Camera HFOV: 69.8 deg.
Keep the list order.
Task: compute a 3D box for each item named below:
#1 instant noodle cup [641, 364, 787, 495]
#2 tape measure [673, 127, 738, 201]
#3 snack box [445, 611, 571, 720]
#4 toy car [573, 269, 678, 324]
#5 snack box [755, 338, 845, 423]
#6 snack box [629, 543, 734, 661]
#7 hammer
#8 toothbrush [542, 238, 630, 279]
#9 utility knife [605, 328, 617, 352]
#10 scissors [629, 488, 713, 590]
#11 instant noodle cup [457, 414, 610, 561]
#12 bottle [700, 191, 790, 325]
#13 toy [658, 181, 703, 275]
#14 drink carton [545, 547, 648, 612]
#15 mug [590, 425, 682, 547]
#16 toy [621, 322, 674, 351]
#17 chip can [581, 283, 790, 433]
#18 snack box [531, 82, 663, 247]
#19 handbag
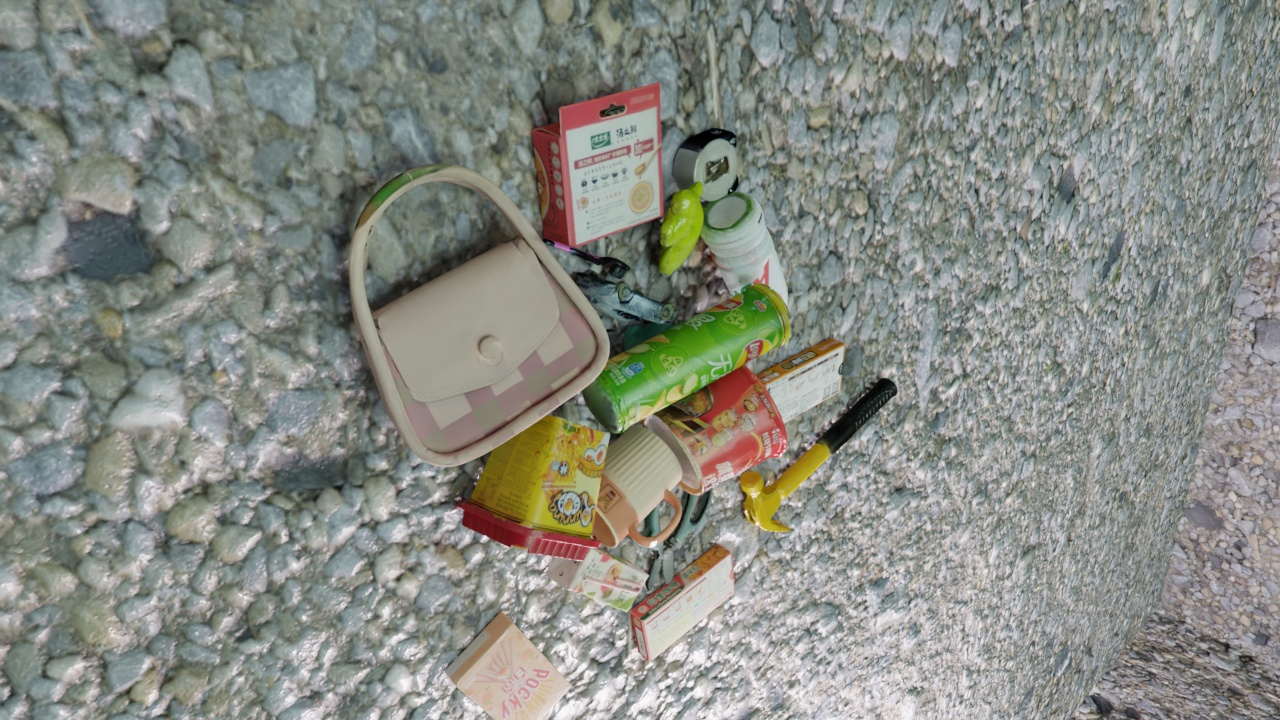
[{"bbox_3d":[0.076,0.075,0.997,0.108,0.138,0.138,-32,130,-18],"label":"instant noodle cup"},{"bbox_3d":[0.067,-0.193,0.920,0.065,0.033,0.066,-31,127,-30],"label":"tape measure"},{"bbox_3d":[-0.140,0.346,0.999,0.084,0.026,0.157,-45,134,-18],"label":"snack box"},{"bbox_3d":[-0.015,-0.057,0.895,0.120,0.054,0.037,15,96,-48],"label":"toy car"},{"bbox_3d":[0.202,0.031,1.169,0.153,0.026,0.075,-24,126,-33],"label":"snack box"},{"bbox_3d":[0.057,0.307,1.168,0.155,0.027,0.077,-30,129,-30],"label":"snack box"},{"bbox_3d":[0.250,0.122,1.257,0.300,0.033,0.129,-39,133,-23],"label":"hammer"},{"bbox_3d":[-0.047,-0.091,0.826,0.018,0.014,0.189,-58,163,10],"label":"toothbrush"},{"bbox_3d":[-0.113,0.024,0.858,0.215,0.015,0.033,-30,133,-19],"label":"utility knife"},{"bbox_3d":[0.045,0.195,1.107,0.170,0.019,0.177,-31,128,-30],"label":"scissors"},{"bbox_3d":[-0.093,0.114,0.872,0.116,0.116,0.123,23,82,-47],"label":"instant noodle cup"},{"bbox_3d":[0.123,-0.093,1.002,0.068,0.068,0.197,-48,138,-15],"label":"bottle"},{"bbox_3d":[0.041,-0.129,0.903,0.097,0.031,0.100,-63,169,8],"label":"toy"},{"bbox_3d":[-0.045,0.239,1.022,0.122,0.045,0.053,38,81,-47],"label":"drink carton"},{"bbox_3d":[-0.008,0.139,0.958,0.105,0.114,0.082,-41,154,-25],"label":"mug"},{"bbox_3d":[-0.006,0.006,0.954,0.096,0.030,0.092,-7,111,-39],"label":"toy"},{"bbox_3d":[0.046,-0.003,0.919,0.220,0.072,0.073,-27,128,-21],"label":"chip can"},{"bbox_3d":[-0.036,-0.178,0.820,0.113,0.044,0.127,-25,127,-33],"label":"snack box"},{"bbox_3d":[-0.145,-0.047,0.748,0.193,0.093,0.234,-32,122,-19],"label":"handbag"}]
